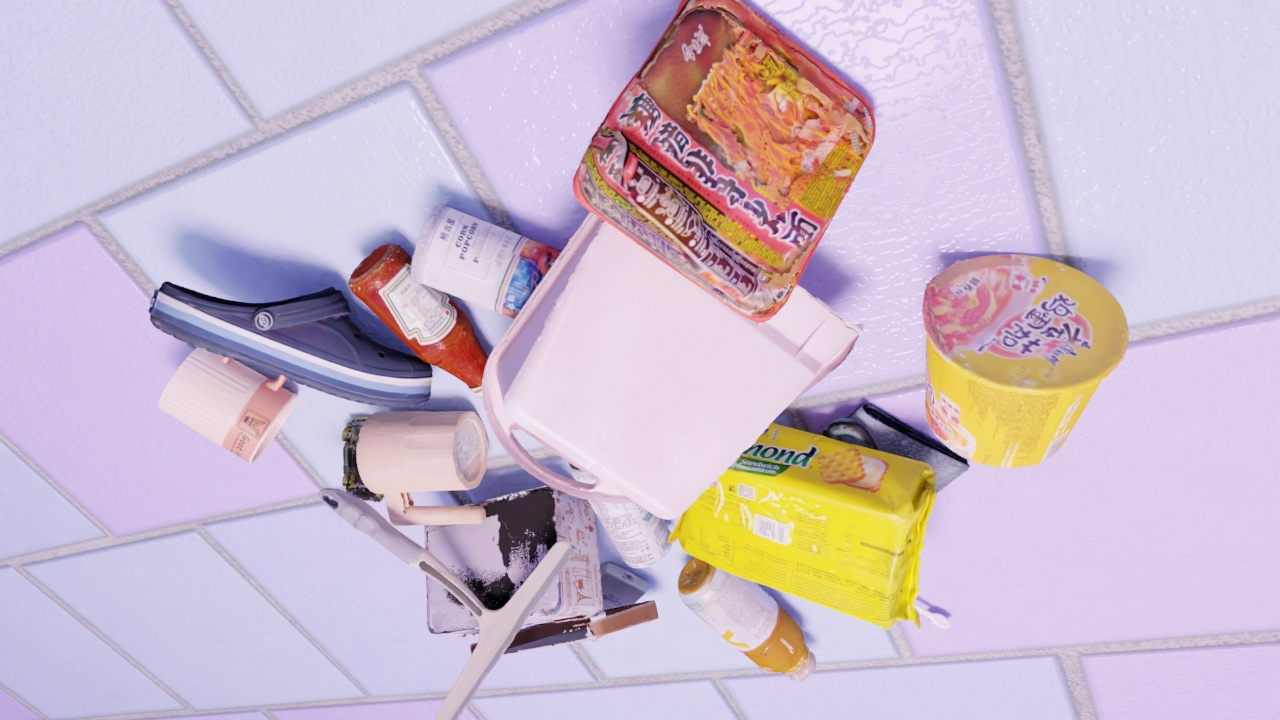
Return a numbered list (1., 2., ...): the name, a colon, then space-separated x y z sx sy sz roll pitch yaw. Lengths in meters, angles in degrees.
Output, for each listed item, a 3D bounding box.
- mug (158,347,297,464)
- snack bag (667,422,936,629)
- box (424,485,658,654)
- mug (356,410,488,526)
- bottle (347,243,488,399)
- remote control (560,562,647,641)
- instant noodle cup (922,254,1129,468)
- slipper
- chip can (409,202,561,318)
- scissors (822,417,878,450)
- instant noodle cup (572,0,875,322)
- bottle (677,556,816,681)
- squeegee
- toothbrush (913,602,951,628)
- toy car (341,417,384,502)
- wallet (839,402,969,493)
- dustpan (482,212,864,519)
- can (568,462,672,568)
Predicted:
1. mug: -0.412 0.031 0.934 0.106 0.081 0.115 33 103 -11
2. snack bag: 0.138 0.142 0.820 0.247 0.068 0.158 14 124 23
3. box: -0.100 0.236 0.995 0.183 0.156 0.193 -16 159 27
4. mug: -0.214 0.110 0.925 0.104 0.084 0.125 -3 107 16
5. bottle: -0.174 -0.016 0.835 0.060 0.059 0.206 -22 124 30
6. remote control: -0.047 0.285 1.075 0.056 0.019 0.135 29 130 -9
7. instant noodle cup: 0.274 0.005 0.683 0.138 0.137 0.110 4 139 12
8. slipper: -0.310 -0.027 0.846 0.252 0.105 0.095 19 91 -18
9. chip can: -0.077 -0.059 0.762 0.214 0.071 0.071 21 131 -3
10. scissors: 0.152 0.107 0.846 0.170 0.019 0.179 36 128 7
11. instant noodle cup: 0.054 -0.136 0.620 0.164 0.188 0.079 35 165 -12
12. bottle: 0.120 0.282 0.994 0.068 0.067 0.189 -30 116 34
13. squeegee: -0.219 0.202 0.910 0.246 0.039 0.247 36 103 10
14. toothbrush: 0.232 0.221 0.939 0.221 0.026 0.026 33 169 -13
15. toy car: -0.292 0.105 0.987 0.048 0.032 0.105 13 120 6
16. wallet: 0.223 0.095 0.842 0.121 0.019 0.097 28 133 -10
17. dustpan: -0.004 0.004 0.742 0.222 0.139 0.273 38 94 -13
18. can: -0.019 0.142 0.922 0.058 0.058 0.147 -11 125 23
